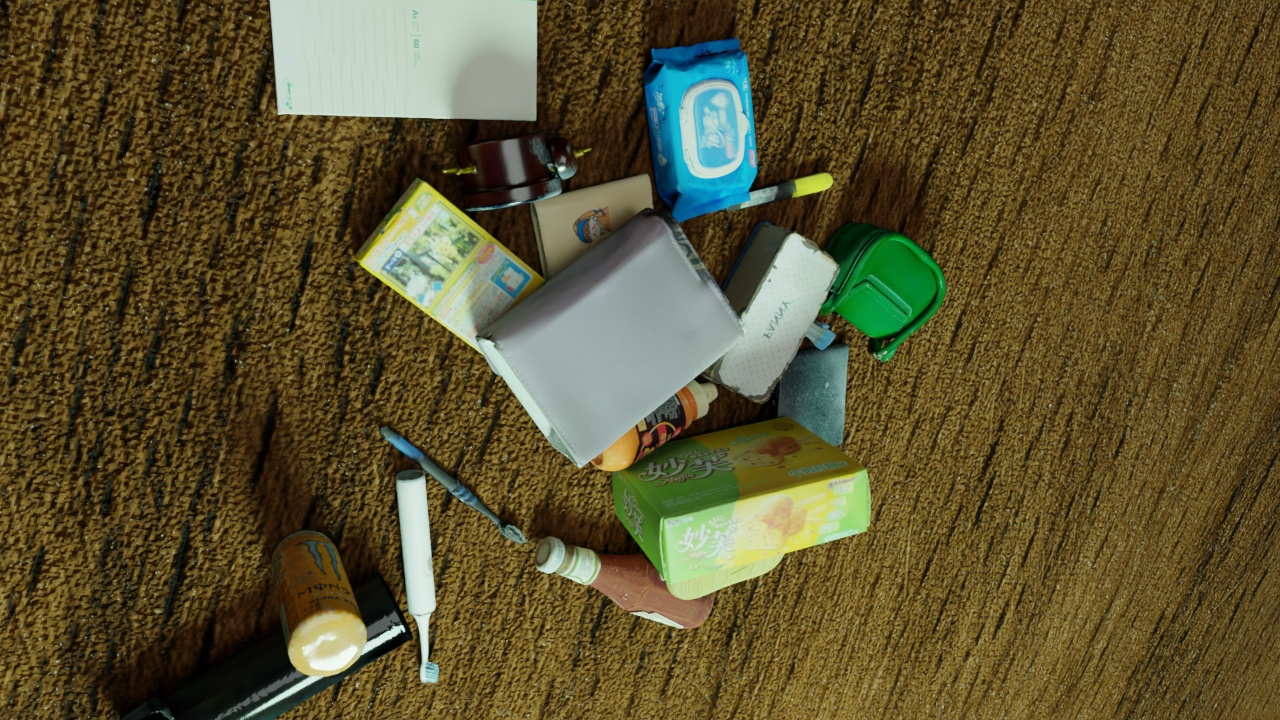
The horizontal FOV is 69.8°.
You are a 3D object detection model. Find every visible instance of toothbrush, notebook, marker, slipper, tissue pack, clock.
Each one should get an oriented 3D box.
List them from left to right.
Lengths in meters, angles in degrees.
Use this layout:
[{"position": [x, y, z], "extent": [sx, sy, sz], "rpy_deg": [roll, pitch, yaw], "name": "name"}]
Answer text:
[{"position": [-0.181, -0.268, 0.724], "extent": [0.208, 0.012, 0.150], "rpy_deg": [-6, 108, -25], "name": "notebook"}, {"position": [-0.206, 0.207, 0.856], "extent": [0.026, 0.026, 0.221], "rpy_deg": [5, 109, 15], "name": "toothbrush"}, {"position": [-0.171, 0.118, 0.852], "extent": [0.014, 0.016, 0.189], "rpy_deg": [-51, 120, -13], "name": "toothbrush"}, {"position": [-0.098, -0.160, 0.760], "extent": [0.121, 0.082, 0.055], "rpy_deg": [-16, 107, -19], "name": "clock"}, {"position": [0.058, -0.209, 0.840], "extent": [0.094, 0.052, 0.157], "rpy_deg": [-16, 113, -21], "name": "tissue pack"}, {"position": [0.085, 0.184, 0.963], "extent": [0.190, 0.082, 0.092], "rpy_deg": [-13, 122, -42], "name": "slipper"}, {"position": [0.136, -0.168, 0.916], "extent": [0.124, 0.015, 0.018], "rpy_deg": [-16, 112, -18], "name": "marker"}]

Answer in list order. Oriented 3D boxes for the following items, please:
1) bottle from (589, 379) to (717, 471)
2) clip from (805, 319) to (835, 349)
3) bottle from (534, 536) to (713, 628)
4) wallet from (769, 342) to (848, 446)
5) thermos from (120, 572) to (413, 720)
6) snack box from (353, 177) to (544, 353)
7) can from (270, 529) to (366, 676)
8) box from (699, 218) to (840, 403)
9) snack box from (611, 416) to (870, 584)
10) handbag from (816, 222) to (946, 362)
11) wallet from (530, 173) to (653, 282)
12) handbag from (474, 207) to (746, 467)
[{"position": [0.014, 0.055, 0.903], "extent": [0.149, 0.067, 0.067], "rpy_deg": [-23, 115, -26], "name": "bottle"}, {"position": [0.177, -0.036, 0.973], "extent": [0.058, 0.045, 0.027], "rpy_deg": [28, 119, -27], "name": "clip"}, {"position": [-0.015, 0.225, 0.941], "extent": [0.206, 0.060, 0.060], "rpy_deg": [26, 93, -31], "name": "bottle"}, {"position": [0.185, 0.045, 1.005], "extent": [0.097, 0.019, 0.121], "rpy_deg": [-8, 108, -25], "name": "wallet"}, {"position": [-0.322, 0.270, 0.786], "extent": [0.242, 0.068, 0.090], "rpy_deg": [-28, 152, -17], "name": "thermos"}, {"position": [-0.161, -0.078, 0.784], "extent": [0.140, 0.034, 0.087], "rpy_deg": [39, 87, -33], "name": "snack box"}, {"position": [-0.266, 0.195, 0.752], "extent": [0.058, 0.146, 0.058], "rpy_deg": [-9, 110, -25], "name": "can"}, {"position": [0.126, -0.054, 0.923], "extent": [0.089, 0.060, 0.184], "rpy_deg": [30, 89, -32], "name": "box"}, {"position": [0.092, 0.128, 0.893], "extent": [0.209, 0.158, 0.070], "rpy_deg": [-10, 109, -17], "name": "snack box"}, {"position": [0.249, -0.074, 0.972], "extent": [0.131, 0.068, 0.120], "rpy_deg": [30, 92, -31], "name": "handbag"}, {"position": [-0.039, -0.116, 0.838], "extent": [0.115, 0.024, 0.087], "rpy_deg": [-19, 117, -23], "name": "wallet"}, {"position": [-0.028, -0.024, 0.810], "extent": [0.196, 0.098, 0.145], "rpy_deg": [-38, 119, -14], "name": "handbag"}]
